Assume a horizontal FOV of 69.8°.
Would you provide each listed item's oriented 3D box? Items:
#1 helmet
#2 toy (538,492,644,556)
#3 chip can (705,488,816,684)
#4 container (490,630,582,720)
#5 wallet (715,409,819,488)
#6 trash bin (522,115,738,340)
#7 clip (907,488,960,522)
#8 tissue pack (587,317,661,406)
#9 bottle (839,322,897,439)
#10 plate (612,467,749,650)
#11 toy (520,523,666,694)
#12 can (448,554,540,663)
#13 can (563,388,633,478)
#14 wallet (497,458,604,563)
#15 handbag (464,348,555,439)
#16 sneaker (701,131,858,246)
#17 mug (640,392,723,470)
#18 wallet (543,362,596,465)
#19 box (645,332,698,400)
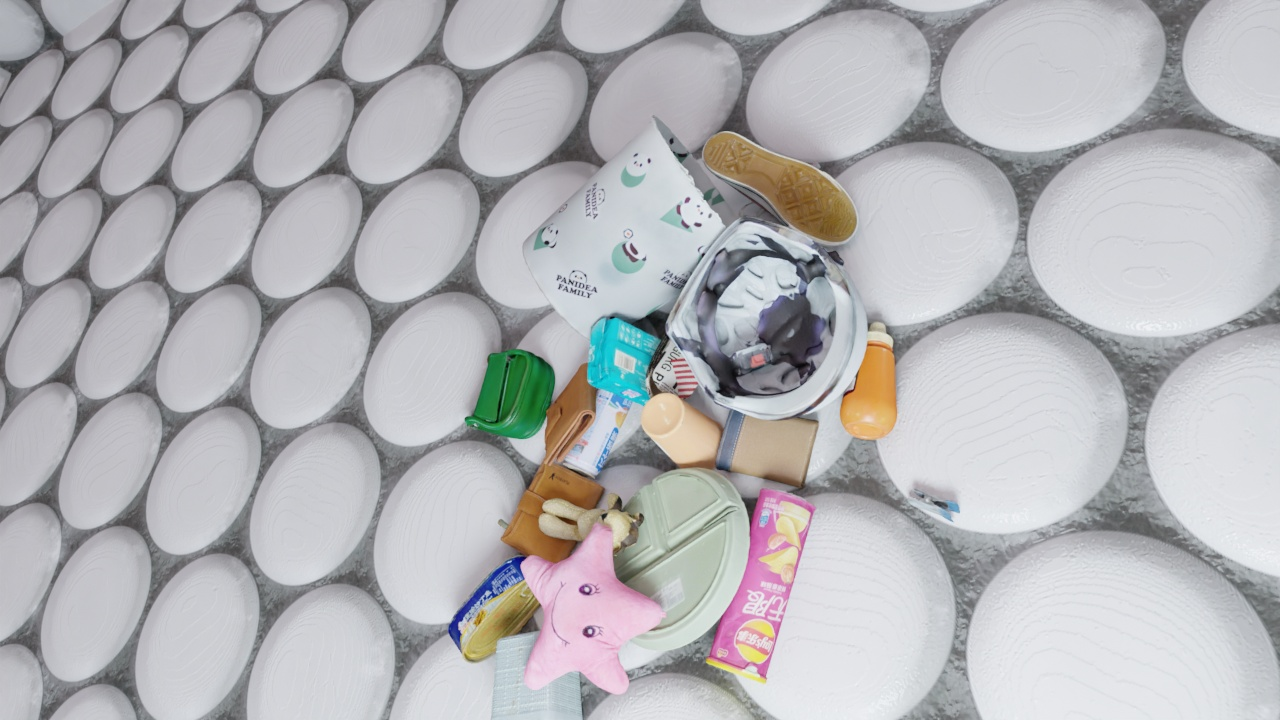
[{"bbox_3d":[0.175,-0.040,1.126,0.259,0.145,0.229,40,107,33],"label":"helmet"},{"bbox_3d":[-0.067,0.208,1.171,0.157,0.066,0.105,3,51,42],"label":"toy"},{"bbox_3d":[0.140,0.257,1.060,0.071,0.071,0.210,10,72,32],"label":"chip can"},{"bbox_3d":[-0.126,0.398,1.129,0.090,0.090,0.111,-15,57,21],"label":"container"},{"bbox_3d":[0.158,0.105,1.145,0.115,0.033,0.090,10,74,26],"label":"wallet"},{"bbox_3d":[-0.011,-0.169,1.267,0.252,0.229,0.229,-35,55,15],"label":"trash bin"},{"bbox_3d":[0.329,0.162,1.033,0.058,0.026,0.038,23,71,41],"label":"clip"},{"bbox_3d":[-0.007,0.007,1.230,0.050,0.133,0.093,-25,49,47],"label":"tissue pack"},{"bbox_3d":[0.280,0.019,1.110,0.067,0.067,0.149,-2,59,28],"label":"bottle"},{"bbox_3d":[0.034,0.234,1.116,0.231,0.027,0.229,-29,45,34],"label":"plate"},{"bbox_3d":[-0.056,0.288,1.074,0.179,0.074,0.194,-5,73,13],"label":"toy"},{"bbox_3d":[-0.187,0.326,1.205,0.148,0.074,0.049,-49,50,0],"label":"can"},{"bbox_3d":[-0.056,0.092,1.259,0.053,0.053,0.134,17,76,34],"label":"can"},{"bbox_3d":[-0.125,0.209,1.256,0.119,0.035,0.130,22,78,28],"label":"wallet"},{"bbox_3d":[-0.194,0.048,1.353,0.120,0.068,0.131,2,69,38],"label":"handbag"},{"bbox_3d":[0.195,-0.234,1.264,0.241,0.087,0.118,33,97,15],"label":"sneaker"},{"bbox_3d":[0.052,0.089,1.159,0.078,0.122,0.078,-13,61,24],"label":"mug"},{"bbox_3d":[-0.096,0.073,1.260,0.108,0.031,0.131,-51,19,22],"label":"wallet"},{"bbox_3d":[0.049,-0.008,1.217,0.082,0.075,0.163,-36,20,53],"label":"box"}]
